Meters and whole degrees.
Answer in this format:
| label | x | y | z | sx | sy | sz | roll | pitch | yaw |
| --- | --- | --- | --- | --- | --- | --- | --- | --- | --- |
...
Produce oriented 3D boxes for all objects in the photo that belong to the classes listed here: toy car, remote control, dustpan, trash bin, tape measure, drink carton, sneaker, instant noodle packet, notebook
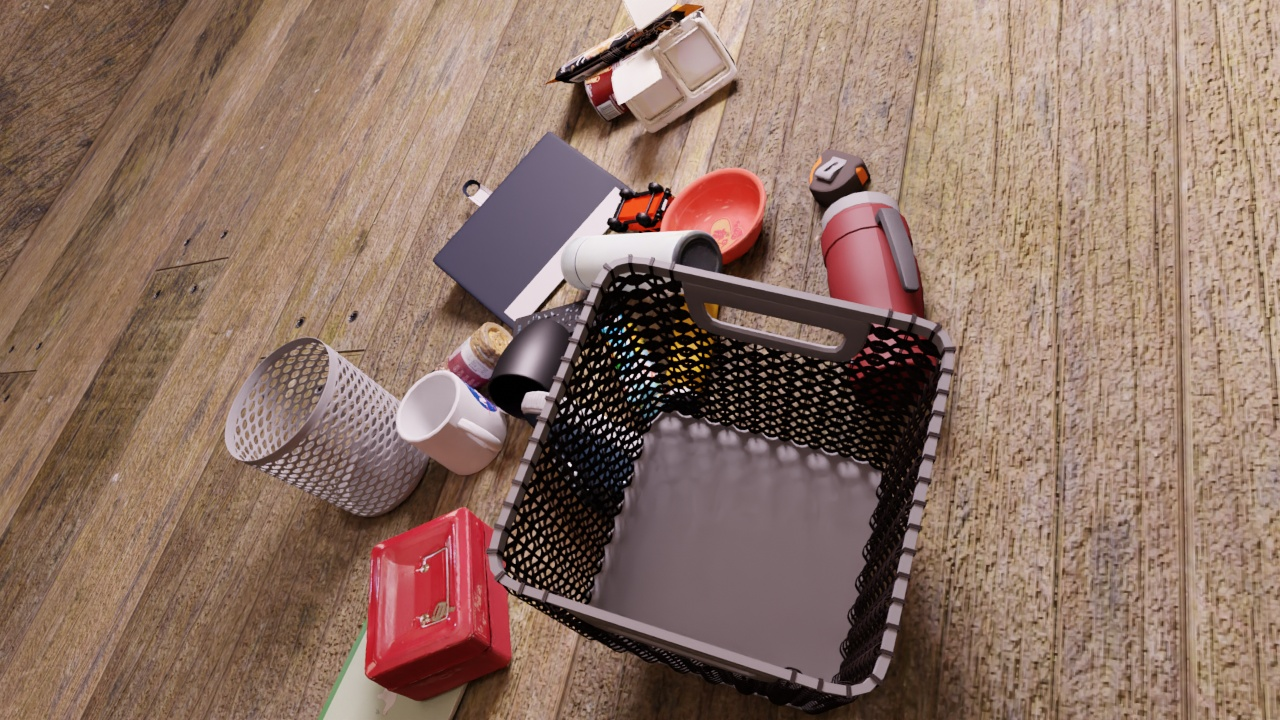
| label | x | y | z | sx | sy | sz | roll | pitch | yaw |
| --- | --- | --- | --- | --- | --- | --- | --- | --- | --- |
| toy car | 0.005 | -0.178 | 1.109 | 0.100 | 0.048 | 0.051 | 3 | 67 | 53 |
| remote control | -0.087 | -0.045 | 1.101 | 0.150 | 0.022 | 0.047 | -13 | 53 | 25 |
| dustpan | -0.166 | -0.189 | 1.245 | 0.273 | 0.080 | 0.236 | 39 | 85 | 24 |
| trash bin | -0.359 | 0.087 | 1.082 | 0.157 | 0.183 | 0.156 | -18 | 51 | 24 |
| tape measure | 0.209 | -0.198 | 0.989 | 0.058 | 0.038 | 0.058 | -51 | 46 | -6 |
| drink carton | -0.006 | 0.006 | 0.992 | 0.039 | 0.044 | 0.128 | -33 | 45 | 11 |
| sneaker | -0.043 | 0.104 | 0.923 | 0.236 | 0.089 | 0.087 | 24 | 80 | 38 |
| instant noodle packet | -0.020 | -0.441 | 1.280 | 0.221 | 0.032 | 0.159 | -23 | 13 | 20 |
| notebook | -0.249 | 0.326 | 0.960 | 0.182 | 0.010 | 0.252 | 5 | 63 | 37 |

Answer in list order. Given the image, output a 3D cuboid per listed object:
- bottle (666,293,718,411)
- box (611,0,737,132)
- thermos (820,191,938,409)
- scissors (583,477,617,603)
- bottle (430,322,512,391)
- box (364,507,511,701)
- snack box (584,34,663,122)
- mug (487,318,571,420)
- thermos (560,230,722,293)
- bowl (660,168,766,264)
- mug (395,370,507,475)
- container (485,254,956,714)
| label | x | y | z | sx | sy | sz | roll | pitch | yaw |
| --- | --- | --- | --- | --- | --- | --- | --- | --- | --- |
| bottle | 0.054 | -0.015 | 0.964 | 0.043 | 0.043 | 0.143 | -8 | 56 | 30 |
| box | 0.018 | -0.373 | 1.125 | 0.144 | 0.187 | 0.104 | -32 | 31 | 20 |
| thermos | 0.221 | -0.066 | 0.842 | 0.084 | 0.108 | 0.198 | 3 | 56 | -7 |
| scissors | -0.007 | 0.184 | 0.846 | 0.171 | 0.012 | 0.158 | 43 | 110 | 22 |
| bottle | -0.202 | 0.006 | 1.105 | 0.105 | 0.056 | 0.056 | -39 | 44 | 24 |
| box | -0.202 | 0.243 | 0.922 | 0.129 | 0.087 | 0.157 | -27 | 44 | 17 |
| snack box | -0.008 | -0.382 | 1.247 | 0.121 | 0.072 | 0.072 | -22 | 50 | 22 |
| mug | -0.127 | 0.013 | 1.056 | 0.119 | 0.085 | 0.100 | -41 | 23 | 47 |
| thermos | -0.005 | -0.108 | 1.018 | 0.230 | 0.068 | 0.067 | 8 | 63 | 56 |
| bowl | 0.090 | -0.152 | 1.035 | 0.131 | 0.045 | 0.130 | -18 | 51 | 24 |
| mug | -0.206 | 0.076 | 1.049 | 0.121 | 0.090 | 0.091 | 18 | 71 | 41 |
| container | 0.067 | 0.109 | 0.680 | 0.247 | 0.244 | 0.245 | 14 | 66 | 14 |
